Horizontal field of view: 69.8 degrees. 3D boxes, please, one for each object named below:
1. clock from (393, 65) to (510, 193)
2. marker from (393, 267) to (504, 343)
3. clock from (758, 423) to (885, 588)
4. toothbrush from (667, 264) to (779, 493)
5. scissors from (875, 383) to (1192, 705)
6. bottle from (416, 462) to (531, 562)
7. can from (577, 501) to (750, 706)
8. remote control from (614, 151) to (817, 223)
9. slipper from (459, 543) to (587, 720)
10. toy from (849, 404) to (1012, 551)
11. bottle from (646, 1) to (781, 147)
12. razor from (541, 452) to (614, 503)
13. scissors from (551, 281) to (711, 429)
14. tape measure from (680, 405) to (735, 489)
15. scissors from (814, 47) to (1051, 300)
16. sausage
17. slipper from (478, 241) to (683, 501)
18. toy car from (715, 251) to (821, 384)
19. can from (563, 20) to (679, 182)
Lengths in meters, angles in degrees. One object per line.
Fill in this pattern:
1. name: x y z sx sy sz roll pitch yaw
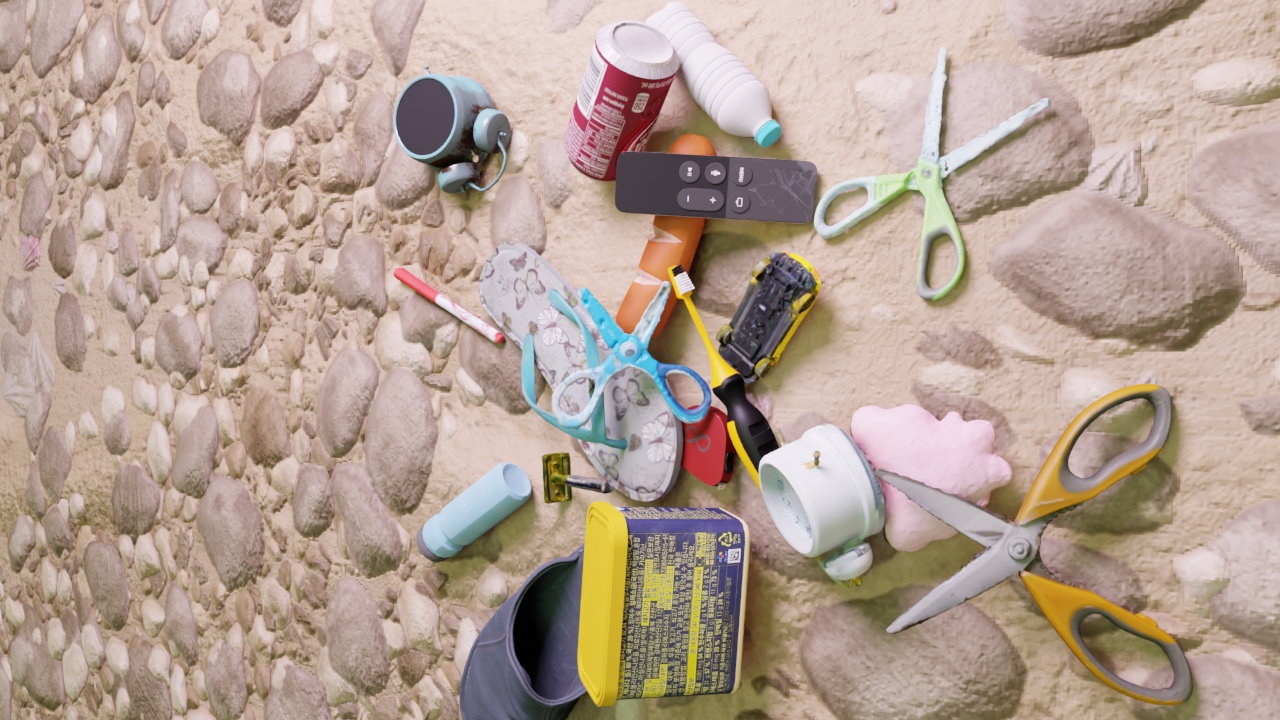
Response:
1. clock: -0.166 -0.201 0.814 0.124 0.053 0.090 47 112 19
2. marker: -0.177 -0.052 0.844 0.142 0.012 0.013 31 105 26
3. clock: 0.126 0.102 0.628 0.083 0.057 0.118 30 139 65
4. toothbrush: 0.065 0.019 0.681 0.196 0.031 0.031 65 151 3
5. scissors: 0.256 0.108 0.562 0.225 0.016 0.230 33 94 7
6. bottle: -0.153 0.139 0.814 0.130 0.040 0.040 -38 72 25
7. can: 0.016 0.174 0.670 0.075 0.104 0.135 -169 82 -73
8. remote control: 0.055 -0.127 0.674 0.147 0.008 0.045 4 97 5
9. slipper: -0.083 0.235 0.749 0.266 0.083 0.109 -48 70 23
10. toy: 0.192 0.070 0.606 0.093 0.050 0.102 -23 84 24
11. bottle: 0.056 -0.212 0.689 0.044 0.044 0.136 -46 69 22
12. razor: -0.049 0.098 0.736 0.106 0.026 0.042 -5 86 62
13. scissors: -0.003 0.005 0.690 0.140 0.011 0.134 30 90 1
14. tape measure: 0.052 0.063 0.705 0.059 0.019 0.051 35 108 36
15. scissors: 0.191 -0.127 0.627 0.166 0.024 0.171 4 90 36
16. sausage: 0.022 -0.092 0.708 0.039 0.044 0.164 31 105 56
17. slipper: -0.058 -0.002 0.744 0.098 0.054 0.268 -49 63 23
18. toy car: 0.093 -0.030 0.675 0.049 0.030 0.107 43 124 22
19. can: -0.017 -0.195 0.698 0.063 0.063 0.114 52 144 20
